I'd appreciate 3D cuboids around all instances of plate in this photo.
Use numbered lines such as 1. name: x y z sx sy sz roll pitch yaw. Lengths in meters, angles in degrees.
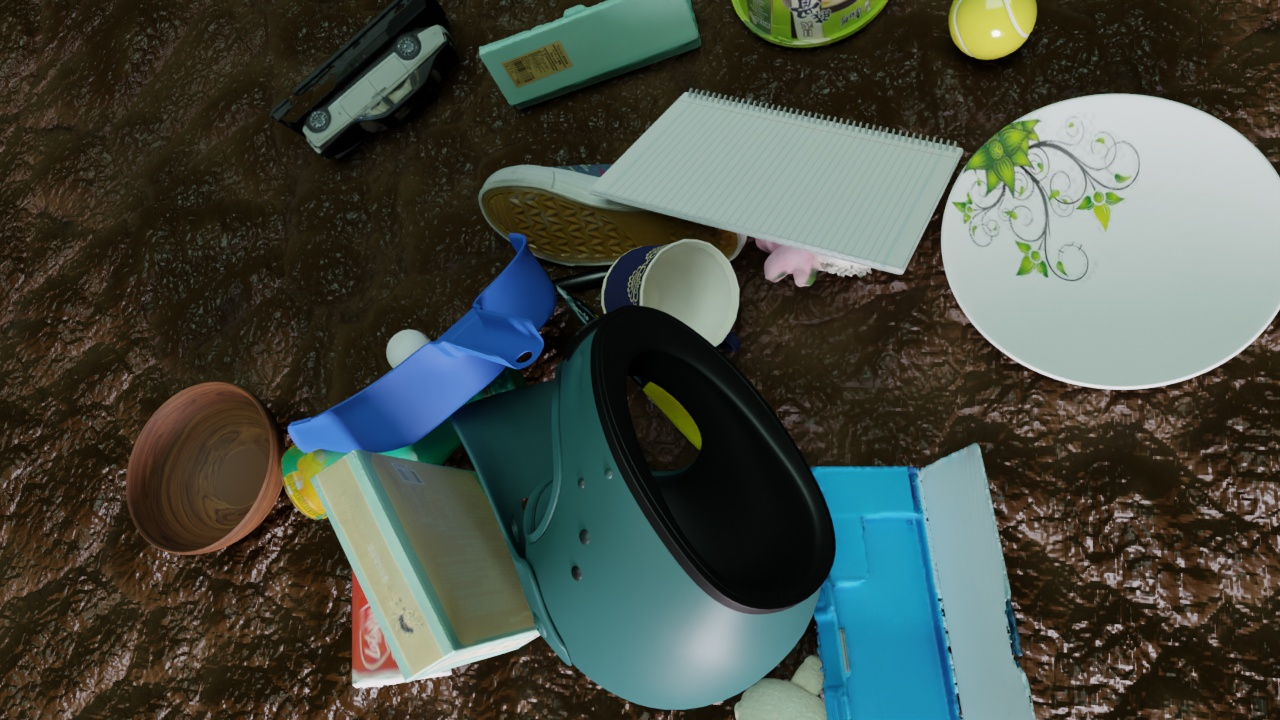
1. plate: 0.339 -0.086 0.668 0.230 0.030 0.229 -5 72 15

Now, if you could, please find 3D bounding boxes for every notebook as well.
1. notebook: 0.109 -0.150 0.719 0.246 0.013 0.177 18 47 21

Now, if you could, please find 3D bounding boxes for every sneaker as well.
1. sneaker: -0.019 -0.133 0.776 0.236 0.087 0.079 8 49 17

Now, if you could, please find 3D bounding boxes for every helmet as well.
1. helmet: -0.008 0.102 0.627 0.274 0.176 0.201 58 136 16

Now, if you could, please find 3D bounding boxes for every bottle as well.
1. bottle: -0.191 0.063 0.760 0.210 0.068 0.068 -24 68 8

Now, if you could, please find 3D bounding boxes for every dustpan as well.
1. dustpan: -0.127 -0.008 0.653 0.245 0.059 0.258 -45 29 -19

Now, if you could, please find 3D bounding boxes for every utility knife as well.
1. utility knife: -0.004 0.004 0.707 0.020 0.028 0.172 -44 93 6

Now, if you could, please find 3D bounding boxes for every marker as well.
1. marker: -0.084 -0.061 0.796 0.134 0.015 0.018 -13 67 12

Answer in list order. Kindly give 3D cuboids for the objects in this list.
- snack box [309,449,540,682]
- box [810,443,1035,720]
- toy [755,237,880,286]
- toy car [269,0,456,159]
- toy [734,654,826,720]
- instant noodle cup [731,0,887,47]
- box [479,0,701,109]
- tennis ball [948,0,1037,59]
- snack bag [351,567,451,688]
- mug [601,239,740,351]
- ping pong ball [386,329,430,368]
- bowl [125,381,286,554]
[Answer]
1. snack box: -0.135 0.139 0.643 0.044 0.193 0.141 -32 74 5
2. box: 0.178 0.179 0.577 0.093 0.115 0.243 2 70 -19
3. toy: 0.144 -0.096 0.722 0.109 0.041 0.095 -20 55 4
4. toy car: -0.250 -0.264 0.882 0.192 0.094 0.071 -39 87 1
5. toy: 0.103 0.254 0.618 0.087 0.050 0.112 35 63 23
6. instant noodle cup: 0.142 -0.351 0.775 0.146 0.098 0.146 -5 72 15
7. box: -0.047 -0.298 0.819 0.188 0.093 0.077 -14 71 12
8. tennis ball: 0.278 -0.273 0.726 0.065 0.065 0.065 -5 72 15
9. snack bag: -0.192 0.198 0.735 0.077 0.036 0.115 -11 70 13
10. mug: 0.025 -0.042 0.723 0.085 0.112 0.089 -58 27 -13
11. ping pong ball: -0.201 -0.007 0.800 0.040 0.040 0.040 -5 72 15
12. bowl: -0.362 0.098 0.800 0.147 0.069 0.147 -5 72 16
